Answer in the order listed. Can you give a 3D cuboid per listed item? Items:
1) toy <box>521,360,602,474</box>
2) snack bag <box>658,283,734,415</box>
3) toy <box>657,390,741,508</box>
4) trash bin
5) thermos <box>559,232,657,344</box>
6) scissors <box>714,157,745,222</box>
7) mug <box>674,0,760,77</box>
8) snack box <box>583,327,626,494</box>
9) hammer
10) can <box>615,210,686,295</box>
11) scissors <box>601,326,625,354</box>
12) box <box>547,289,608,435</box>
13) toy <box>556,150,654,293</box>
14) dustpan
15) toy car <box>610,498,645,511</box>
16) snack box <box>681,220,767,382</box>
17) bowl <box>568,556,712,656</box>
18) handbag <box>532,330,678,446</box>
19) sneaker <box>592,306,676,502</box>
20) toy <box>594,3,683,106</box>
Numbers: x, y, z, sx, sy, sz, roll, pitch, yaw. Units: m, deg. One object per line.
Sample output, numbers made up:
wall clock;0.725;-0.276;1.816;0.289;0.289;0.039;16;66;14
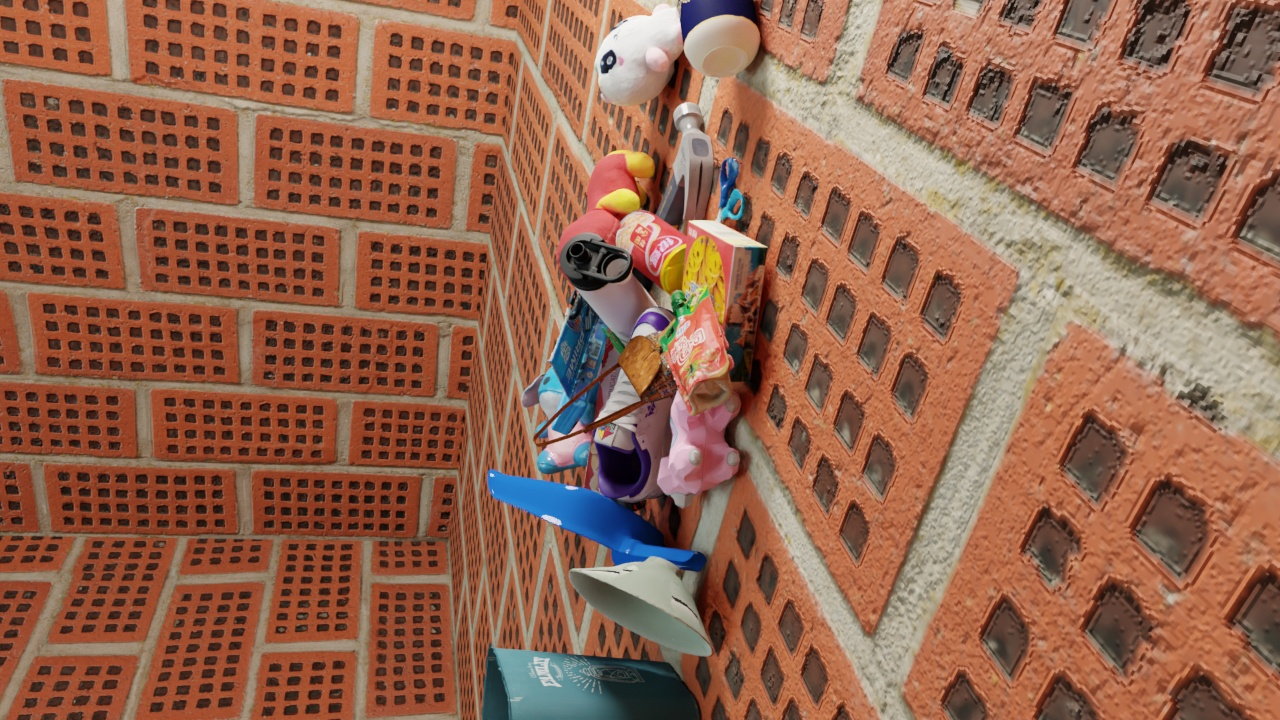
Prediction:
toy;-0.106;0.085;1.497;0.225;0.098;0.191;-16;70;43
snack bag;0.054;-0.020;0.933;0.087;0.044;0.155;-52;34;31
toy;0.059;0.092;0.990;0.158;0.067;0.123;133;140;-70
trash bin;-0.063;0.438;1.042;0.197;0.218;0.199;-160;75;-73
thermos;-0.020;-0.080;1.132;0.068;0.101;0.230;-63;-25;-10
scissors;0.091;-0.173;1.042;0.135;0.016;0.083;120;146;-64
mug;0.088;-0.348;0.989;0.112;0.086;0.089;47;-146;-62
snack box;-0.044;0.076;1.352;0.076;0.044;0.273;-73;-7;-74
hammer;0.028;-0.177;1.214;0.313;0.035;0.139;118;150;-54
can;0.026;-0.127;1.094;0.124;0.066;0.067;43;129;48
scissors;-0.012;0.002;1.216;0.131;0.012;0.108;51;173;2
box;-0.076;-0.031;1.358;0.176;0.060;0.242;94;-171;-52
toy;-0.049;-0.184;1.267;0.148;0.099;0.215;94;-164;-65
dustpan;-0.025;0.208;1.105;0.258;0.245;0.059;-4;59;42
toy car;-0.024;0.189;1.263;0.042;0.036;0.092;67;161;0
snack box;0.083;-0.066;0.975;0.142;0.040;0.145;-131;44;-66
bowl;0.012;0.252;1.004;0.067;0.174;0.175;-59;5;-26
handbag;-0.038;0.034;1.019;0.043;0.196;0.093;60;178;-36
sneaker;-0.010;0.059;1.100;0.092;0.111;0.244;11;103;32
toy;0.011;-0.417;1.238;0.180;0.101;0.138;-26;46;49
